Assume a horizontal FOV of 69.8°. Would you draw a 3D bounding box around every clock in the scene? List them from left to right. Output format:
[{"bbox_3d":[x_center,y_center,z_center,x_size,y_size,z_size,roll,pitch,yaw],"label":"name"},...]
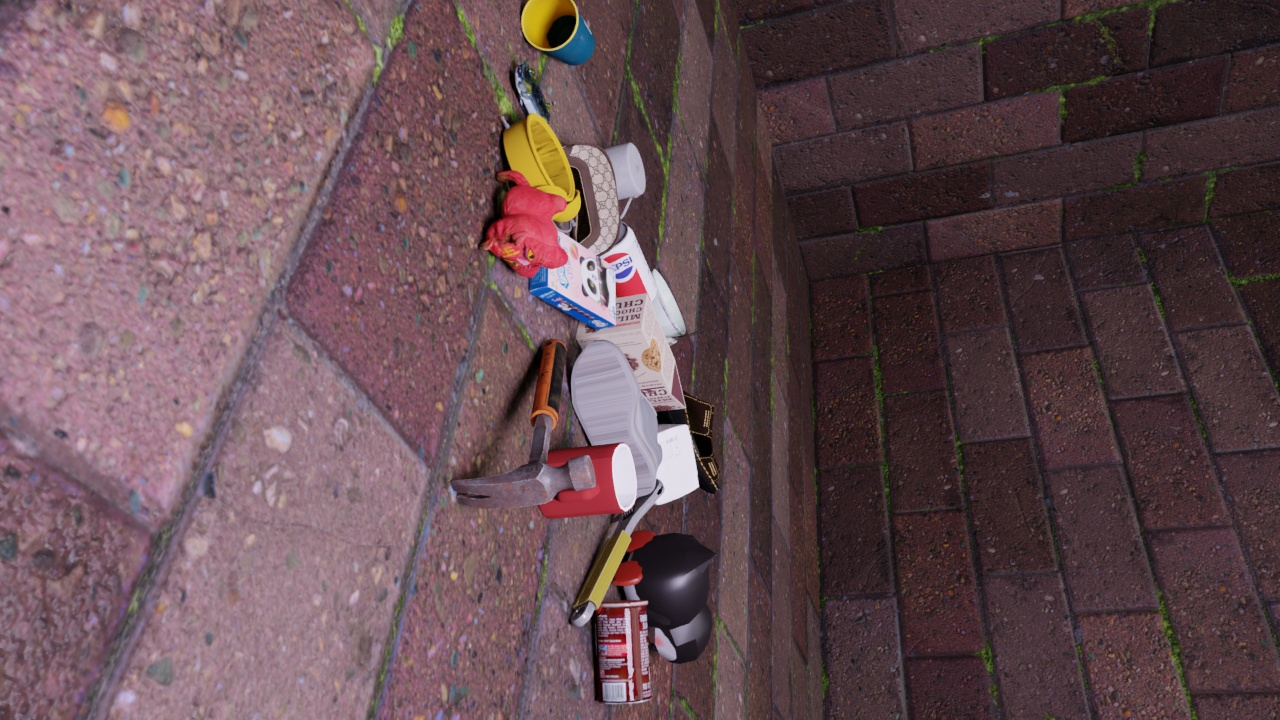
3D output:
[{"bbox_3d":[-0.119,-0.228,1.124,0.152,0.052,0.113,69,16,-2],"label":"clock"}]

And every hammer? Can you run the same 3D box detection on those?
[{"bbox_3d":[-0.115,0.058,0.993,0.313,0.138,0.035,-93,167,-64],"label":"hammer"}]

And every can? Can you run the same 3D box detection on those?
[{"bbox_3d":[-0.026,-0.139,1.367,0.132,0.070,0.070,64,25,-45],"label":"can"}]

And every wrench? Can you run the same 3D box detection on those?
[{"bbox_3d":[-0.031,0.245,1.199,0.018,0.084,0.272,50,33,-13],"label":"wrench"}]

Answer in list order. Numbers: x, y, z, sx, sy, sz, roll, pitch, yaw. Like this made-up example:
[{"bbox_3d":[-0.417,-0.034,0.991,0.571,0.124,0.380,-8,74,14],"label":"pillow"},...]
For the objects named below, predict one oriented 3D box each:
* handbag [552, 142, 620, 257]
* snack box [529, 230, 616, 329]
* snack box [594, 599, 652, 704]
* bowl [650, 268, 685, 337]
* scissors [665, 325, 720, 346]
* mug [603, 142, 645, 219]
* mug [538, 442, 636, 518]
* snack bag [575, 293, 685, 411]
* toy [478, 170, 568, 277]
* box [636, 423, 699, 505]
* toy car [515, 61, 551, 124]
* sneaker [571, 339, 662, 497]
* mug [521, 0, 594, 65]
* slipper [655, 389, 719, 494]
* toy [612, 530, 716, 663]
[{"bbox_3d":[-0.087,-0.211,1.251,0.138,0.063,0.166,-27,114,-53],"label":"handbag"},{"bbox_3d":[-0.085,-0.105,1.183,0.154,0.033,0.087,28,55,-54],"label":"snack box"},{"bbox_3d":[-0.023,0.367,1.161,0.072,0.072,0.121,28,57,-69],"label":"snack box"},{"bbox_3d":[0.022,-0.083,1.488,0.117,0.061,0.117,60,12,-21],"label":"bowl"},{"bbox_3d":[0.045,-0.030,1.458,0.158,0.170,0.012,154,-77,-68],"label":"scissors"},{"bbox_3d":[-0.034,-0.271,1.401,0.084,0.071,0.113,-43,121,-69],"label":"mug"},{"bbox_3d":[-0.068,0.144,1.069,0.116,0.097,0.080,-21,102,-72],"label":"mug"},{"bbox_3d":[-0.008,0.008,1.321,0.069,0.094,0.206,-81,156,-42],"label":"snack bag"},{"bbox_3d":[-0.138,-0.166,1.033,0.094,0.088,0.133,8,61,-54],"label":"toy"},{"bbox_3d":[0.026,0.147,1.432,0.151,0.132,0.107,-18,104,-40],"label":"box"},{"bbox_3d":[-0.139,-0.335,1.165,0.090,0.027,0.038,64,28,-47],"label":"toy car"},{"bbox_3d":[-0.025,0.066,1.243,0.089,0.099,0.236,-70,149,-60],"label":"sneaker"},{"bbox_3d":[-0.105,-0.447,1.252,0.121,0.078,0.078,-17,99,-77],"label":"mug"},{"bbox_3d":[0.077,0.096,1.483,0.113,0.075,0.268,25,-40,63],"label":"slipper"},{"bbox_3d":[0.056,0.344,1.297,0.158,0.140,0.184,-64,143,-60],"label":"toy"}]
